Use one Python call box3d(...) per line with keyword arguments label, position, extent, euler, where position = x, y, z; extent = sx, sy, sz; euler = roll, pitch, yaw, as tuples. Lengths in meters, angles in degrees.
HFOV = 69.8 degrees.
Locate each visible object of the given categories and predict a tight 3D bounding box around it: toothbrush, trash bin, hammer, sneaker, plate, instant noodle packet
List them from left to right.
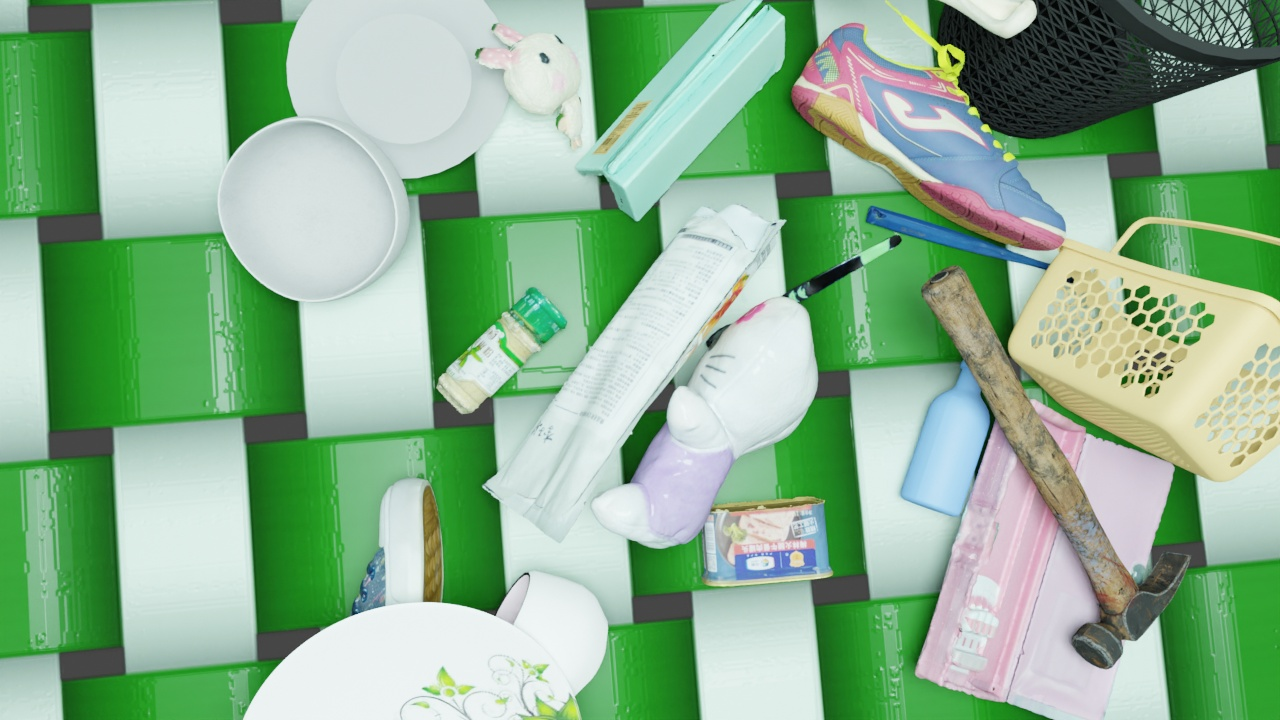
box3d(label="sneaker", position=(-0.192, 0.204, 0.673), extent=(0.079, 0.087, 0.235), euler=(2, 90, -1))
box3d(label="plate", position=(-0.189, -0.227, 0.728), extent=(0.173, 0.019, 0.172), euler=(0, 87, -5))
box3d(label="plate", position=(-0.154, 0.270, 0.626), extent=(0.229, 0.030, 0.229), euler=(-2, 98, -12))
box3d(label="instant noodle packet", position=(-0.004, 0.004, 0.665), extent=(0.057, 0.147, 0.269), euler=(41, 78, -24))
box3d(label="toothbrush", position=(0.135, -0.057, 0.747), extent=(0.188, 0.017, 0.014), euler=(-29, 88, -7))
box3d(label="sneaker", position=(0.237, -0.177, 0.712), extent=(0.242, 0.116, 0.091), euler=(36, 94, 4))
box3d(label="toothbrush", position=(0.279, -0.096, 0.760), extent=(0.190, 0.017, 0.016), euler=(16, 84, -4))
box3d(label="hammer", position=(0.306, 0.069, 0.685), extent=(0.119, 0.033, 0.330), euler=(-38, 104, -20))
box3d(label="trash bin", position=(0.342, -0.276, 0.662), extent=(0.217, 0.243, 0.217), euler=(0, 86, -5))

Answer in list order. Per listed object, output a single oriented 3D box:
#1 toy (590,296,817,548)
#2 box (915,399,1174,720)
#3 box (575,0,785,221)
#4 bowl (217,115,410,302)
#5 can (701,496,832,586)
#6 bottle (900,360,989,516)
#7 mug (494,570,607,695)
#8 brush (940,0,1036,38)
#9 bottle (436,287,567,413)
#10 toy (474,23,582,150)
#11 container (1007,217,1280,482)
box3d(label="toy", position=(0.055, 0.051, 0.673), extent=(0.085, 0.138, 0.209), euler=(39, 85, 14))
box3d(label="box", position=(0.321, 0.163, 0.735), extent=(0.180, 0.055, 0.232), euler=(23, 84, -19))
box3d(label="box", position=(0.025, -0.211, 0.724), extent=(0.079, 0.077, 0.188), euler=(41, 86, 15))
box3d(label="bowl", position=(-0.238, -0.114, 0.689), extent=(0.132, 0.064, 0.132), euler=(1, 103, 2))
box3d(label="can", position=(0.095, 0.140, 0.713), extent=(0.100, 0.054, 0.059), euler=(-4, 86, -5))
box3d(label="bottle", position=(0.251, 0.056, 0.733), extent=(0.048, 0.048, 0.131), euler=(20, 85, -3))
box3d(label="mug", position=(-0.076, 0.219, 0.680), extent=(0.076, 0.090, 0.124), euler=(31, 103, -12))
box3d(label="brush", position=(0.165, -0.285, 0.666), extent=(0.062, 0.077, 0.272), euler=(-53, 51, 3))
box3d(label="bottle", position=(-0.108, -0.007, 0.712), extent=(0.110, 0.043, 0.042), euler=(-44, 91, -5))
box3d(label="toy", position=(-0.075, -0.219, 0.713), extent=(0.112, 0.087, 0.050), euler=(39, 127, -13))
box3d(label="container", position=(0.395, -0.024, 0.672), extent=(0.129, 0.183, 0.167), euler=(35, 94, -28))
